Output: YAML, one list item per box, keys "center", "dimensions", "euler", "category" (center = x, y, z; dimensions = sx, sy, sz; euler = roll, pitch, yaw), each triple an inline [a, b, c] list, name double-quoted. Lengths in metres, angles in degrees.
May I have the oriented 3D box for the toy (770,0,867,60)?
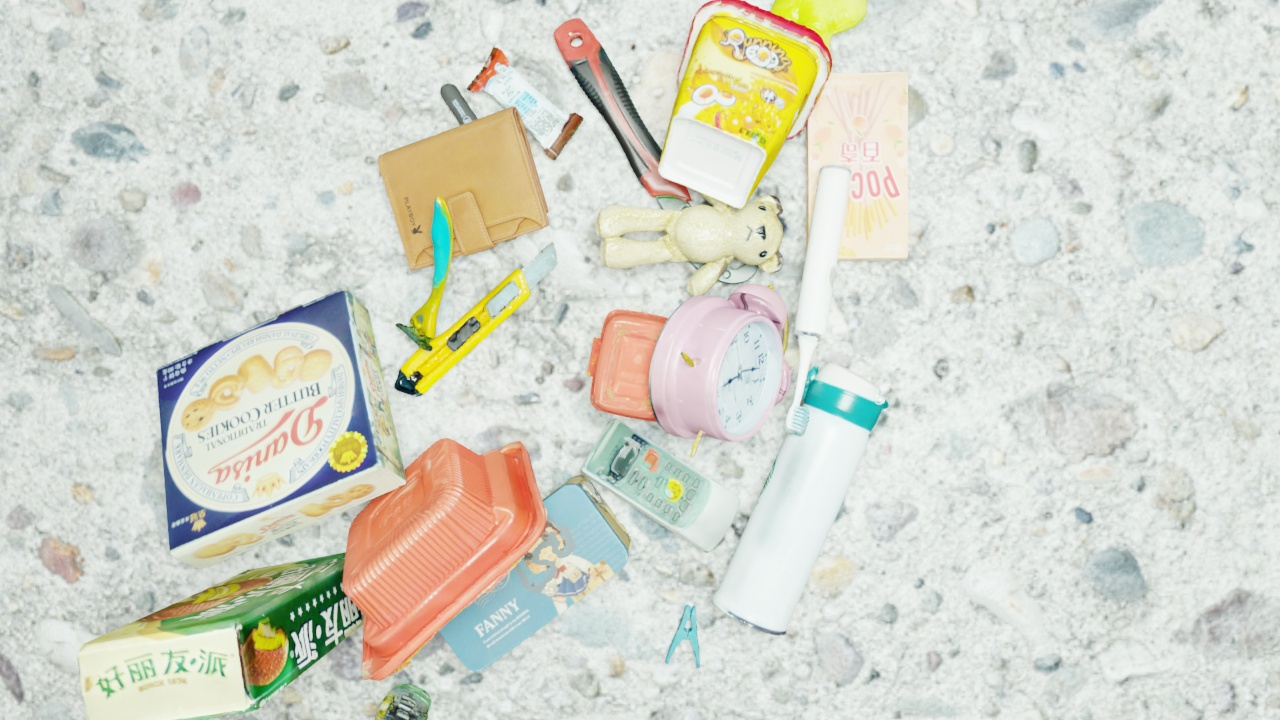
- center: [0.141, -0.285, 0.769]
  dimensions: [0.097, 0.031, 0.100]
  euler: [4, 76, 9]
  category: "toy"

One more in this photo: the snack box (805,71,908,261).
- center: [0.183, -0.163, 0.779]
  dimensions: [0.084, 0.026, 0.157]
  euler: [-1, 91, 3]
  category: "snack box"

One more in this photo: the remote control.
- center: [0.018, 0.108, 0.787]
  dimensions: [0.135, 0.019, 0.056]
  euler: [33, 73, 2]
  category: "remote control"

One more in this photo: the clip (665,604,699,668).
- center: [0.041, 0.240, 0.799]
  dimensions: [0.034, 0.013, 0.055]
  euler: [5, 91, 1]
  category: "clip"

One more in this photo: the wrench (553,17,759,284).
- center: [0.010, -0.177, 0.791]
  dimensions: [0.056, 0.016, 0.273]
  euler: [-36, 90, -1]
  category: "wrench"

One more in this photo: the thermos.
- center: [0.133, 0.111, 0.768]
  dimensions: [0.073, 0.073, 0.224]
  euler: [23, 91, 2]
  category: "thermos"

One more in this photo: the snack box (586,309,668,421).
- center: [-0.005, 0.004, 0.763]
  dimensions: [0.082, 0.080, 0.091]
  euler: [11, 92, 3]
  category: "snack box"

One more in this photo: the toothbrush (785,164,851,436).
- center: [0.142, -0.048, 0.748]
  dimensions: [0.026, 0.026, 0.221]
  euler: [8, 87, 42]
  category: "toothbrush"

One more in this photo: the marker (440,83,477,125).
- center: [-0.135, -0.188, 0.797]
  dimensions: [0.018, 0.015, 0.124]
  euler: [-34, 90, 1]
  category: "marker"

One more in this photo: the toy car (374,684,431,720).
- center: [-0.213, 0.326, 0.799]
  dimensions: [0.043, 0.036, 0.091]
  euler: [25, 91, 0]
  category: "toy car"

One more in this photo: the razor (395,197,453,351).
- center: [-0.175, -0.074, 0.770]
  dimensions: [0.043, 0.028, 0.133]
  euler: [38, 122, 39]
  category: "razor"

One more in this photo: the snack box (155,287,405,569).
- center: [-0.299, 0.051, 0.754]
  dimensions: [0.178, 0.046, 0.182]
  euler: [-23, 60, 2]
  category: "snack box"

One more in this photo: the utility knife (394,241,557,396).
- center: [-0.142, -0.035, 0.799]
  dimensions: [0.190, 0.015, 0.033]
  euler: [-42, 90, 2]
  category: "utility knife"

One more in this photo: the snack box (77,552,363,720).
- center: [-0.297, 0.205, 0.699]
  dimensions: [0.114, 0.240, 0.063]
  euler: [-11, 89, 3]
  category: "snack box"

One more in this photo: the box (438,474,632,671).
- center: [-0.099, 0.181, 0.779]
  dimensions: [0.184, 0.063, 0.090]
  euler: [-39, 89, 1]
  category: "box"

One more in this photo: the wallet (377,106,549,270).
- center: [-0.151, -0.144, 0.782]
  dimensions: [0.132, 0.031, 0.108]
  euler: [-15, 92, 14]
  category: "wallet"

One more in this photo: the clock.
- center: [0.076, 0.001, 0.740]
  dimensions: [0.060, 0.158, 0.117]
  euler: [12, 124, 36]
  category: "clock"

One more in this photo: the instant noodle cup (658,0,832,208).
- center: [0.075, -0.198, 0.723]
  dimensions: [0.116, 0.116, 0.123]
  euler: [23, 62, 1]
  category: "instant noodle cup"

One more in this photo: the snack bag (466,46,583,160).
- center: [-0.100, -0.221, 0.789]
  dimensions: [0.104, 0.026, 0.048]
  euler: [38, 98, 0]
  category: "snack bag"

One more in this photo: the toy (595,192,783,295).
- center: [0.041, -0.103, 0.749]
  dimensions: [0.157, 0.066, 0.105]
  euler: [-2, 96, -7]
  category: "toy"

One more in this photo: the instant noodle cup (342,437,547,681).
- center: [-0.168, 0.141, 0.728]
  dimensions: [0.189, 0.164, 0.079]
  euler: [-44, 114, 2]
  category: "instant noodle cup"
